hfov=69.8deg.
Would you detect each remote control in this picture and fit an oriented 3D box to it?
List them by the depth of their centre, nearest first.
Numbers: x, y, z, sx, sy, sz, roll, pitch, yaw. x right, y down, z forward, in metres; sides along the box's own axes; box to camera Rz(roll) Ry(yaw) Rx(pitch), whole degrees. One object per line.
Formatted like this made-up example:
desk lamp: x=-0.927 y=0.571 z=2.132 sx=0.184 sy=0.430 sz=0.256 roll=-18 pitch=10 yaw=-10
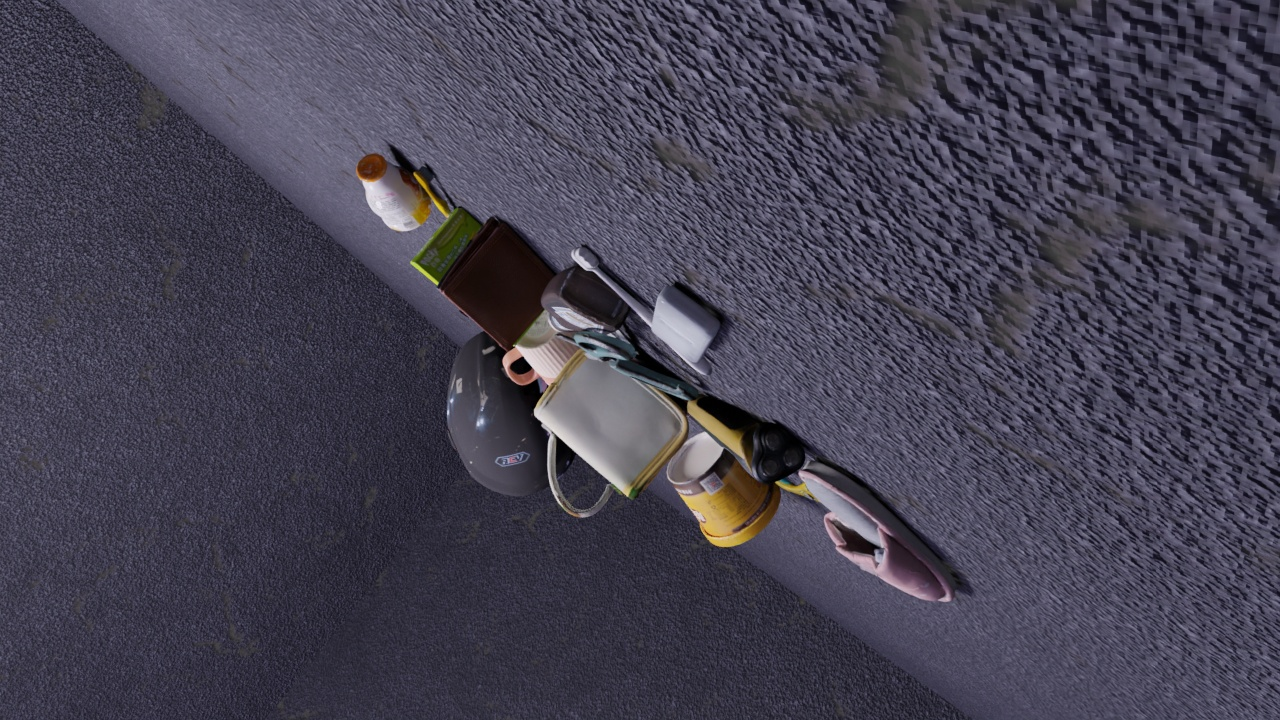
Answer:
remote control: x=0.037 y=-0.029 z=0.780 sx=0.056 sy=0.020 sz=0.136 roll=38 pitch=171 yaw=5

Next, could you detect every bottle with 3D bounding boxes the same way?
bottle: x=-0.064 y=-0.054 z=0.938 sx=0.080 sy=0.044 sz=0.195 roll=29 pitch=171 yaw=-11
bottle: x=-0.286 y=-0.195 z=1.055 sx=0.063 sy=0.063 sz=0.108 roll=34 pitch=171 yaw=20

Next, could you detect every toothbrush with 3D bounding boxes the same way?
toothbrush: x=0.006 y=-0.044 z=0.848 sx=0.180 sy=0.016 sz=0.016 roll=42 pitch=164 yaw=-20
toothbrush: x=-0.225 y=-0.180 z=1.060 sx=0.016 sy=0.018 sz=0.191 roll=38 pitch=174 yaw=13

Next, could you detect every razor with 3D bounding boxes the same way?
razor: x=0.104 y=0.075 z=0.974 sx=0.167 sy=0.062 sz=0.068 roll=34 pitch=142 yaw=54
razor: x=0.174 y=0.138 z=1.073 sx=0.043 sy=0.028 sz=0.133 roll=38 pitch=173 yaw=-25

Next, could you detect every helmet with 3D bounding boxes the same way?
helmet: x=-0.209 y=0.078 z=1.528 sx=0.230 sy=0.233 sz=0.274 roll=76 pitch=-175 yaw=-52

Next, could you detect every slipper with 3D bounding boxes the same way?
slipper: x=0.250 y=0.197 z=0.979 sx=0.274 sy=0.054 sz=0.114 roll=44 pitch=168 yaw=-35

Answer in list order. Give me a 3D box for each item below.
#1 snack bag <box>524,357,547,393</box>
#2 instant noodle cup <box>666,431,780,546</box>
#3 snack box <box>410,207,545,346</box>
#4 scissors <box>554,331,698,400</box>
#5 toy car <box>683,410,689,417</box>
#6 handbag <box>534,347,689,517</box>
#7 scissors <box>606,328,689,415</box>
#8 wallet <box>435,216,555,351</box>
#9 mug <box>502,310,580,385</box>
snack bag: x=-0.166 y=-0.045 z=1.263 sx=0.191 sy=0.039 sz=0.110 roll=66 pitch=180 yaw=-54
instant noodle cup: x=0.104 y=0.162 z=1.198 sx=0.114 sy=0.118 sz=0.118 roll=50 pitch=167 yaw=-24
snack box: x=-0.182 y=-0.097 z=1.078 sx=0.156 sy=0.085 sz=0.026 roll=41 pitch=171 yaw=-24
scissors: x=-0.006 y=0.005 z=0.971 sx=0.170 sy=0.019 sz=0.171 roll=23 pitch=171 yaw=-14
toy car: x=0.035 y=0.069 z=1.203 sx=0.056 sy=0.037 sz=0.122 roll=27 pitch=176 yaw=9
handbag: x=-0.049 y=0.091 z=1.082 sx=0.163 sy=0.178 sz=0.063 roll=40 pitch=178 yaw=11
scissors: x=0.002 y=0.007 z=1.090 sx=0.221 sy=0.021 sz=0.228 roll=37 pitch=172 yaw=-1
wallet: x=-0.151 y=-0.079 z=0.995 sx=0.032 sy=0.101 sz=0.124 roll=31 pitch=170 yaw=46
mug: x=-0.125 y=-0.014 z=1.191 sx=0.081 sy=0.114 sz=0.106 roll=62 pitch=-176 yaw=36
